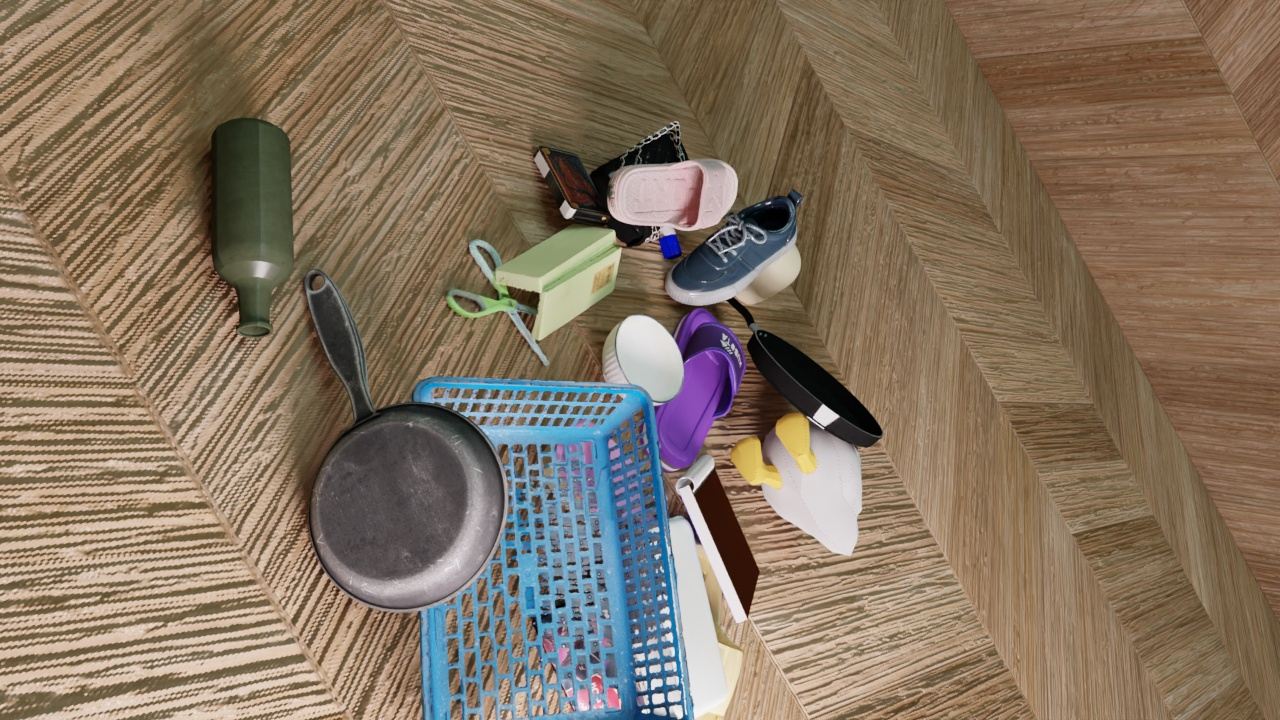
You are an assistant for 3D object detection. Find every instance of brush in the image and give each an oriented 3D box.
[{"bbox_3d":[-0.022,0.170,1.068,0.228,0.043,0.089,48,45,-13],"label":"brush"}]

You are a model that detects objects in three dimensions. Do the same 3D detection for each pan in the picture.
[{"bbox_3d":[0.199,-0.004,1.300,0.356,0.034,0.225,46,18,26],"label":"pan"},{"bbox_3d":[-0.249,0.057,0.844,0.356,0.187,0.055,62,1,16],"label":"pan"}]

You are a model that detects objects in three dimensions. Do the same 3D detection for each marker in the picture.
[{"bbox_3d":[0.029,-0.213,1.338,0.027,0.023,0.133,-8,76,-39],"label":"marker"}]

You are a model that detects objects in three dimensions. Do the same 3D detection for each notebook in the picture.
[{"bbox_3d":[0.099,0.208,1.122,0.171,0.022,0.209,66,11,3],"label":"notebook"}]

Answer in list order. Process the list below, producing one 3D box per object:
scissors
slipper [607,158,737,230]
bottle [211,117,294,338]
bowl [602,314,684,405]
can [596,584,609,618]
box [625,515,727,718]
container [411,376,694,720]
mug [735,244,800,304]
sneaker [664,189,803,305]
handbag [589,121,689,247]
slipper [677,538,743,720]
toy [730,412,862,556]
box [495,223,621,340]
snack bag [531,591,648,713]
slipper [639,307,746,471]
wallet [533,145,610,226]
[{"bbox_3d":[-0.156,-0.073,1.084,0.171,0.025,0.159,13,55,-46],"label":"scissors"},{"bbox_3d":[0.060,-0.218,1.217,0.238,0.064,0.094,-12,110,-44],"label":"slipper"},{"bbox_3d":[-0.362,-0.122,0.857,0.071,0.072,0.206,9,64,-43],"label":"bottle"},{"bbox_3d":[-0.007,0.007,1.160,0.118,0.062,0.118,23,55,-37],"label":"bowl"},{"bbox_3d":[-0.033,0.295,1.010,0.032,0.032,0.095,-30,93,-49],"label":"can"},{"bbox_3d":[0.045,0.272,0.986,0.122,0.083,0.215,-13,76,-24],"label":"box"},{"bbox_3d":[-0.099,0.202,0.906,0.256,0.089,0.361,3,67,-25],"label":"container"},{"bbox_3d":[0.186,-0.157,1.410,0.120,0.100,0.096,49,43,-16],"label":"mug"},{"bbox_3d":[0.137,-0.163,1.306,0.235,0.087,0.089,-34,61,-19],"label":"sneaker"},{"bbox_3d":[0.021,-0.240,1.261,0.153,0.115,0.125,-41,105,-37],"label":"handbag"},{"bbox_3d":[0.068,0.327,1.065,0.111,0.079,0.260,27,52,-30],"label":"slipper"},{"bbox_3d":[0.248,0.157,1.292,0.267,0.141,0.246,26,41,-47],"label":"toy"},{"bbox_3d":[-0.102,-0.109,1.132,0.083,0.092,0.187,28,32,16],"label":"box"},{"bbox_3d":[-0.052,0.327,0.970,0.074,0.018,0.155,-25,89,-24],"label":"snack bag"},{"bbox_3d":[0.088,0.027,1.229,0.107,0.084,0.265,45,45,-20],"label":"slipper"},{"bbox_3d":[-0.089,-0.228,1.197,0.072,0.020,0.123,3,49,-40],"label":"wallet"}]
